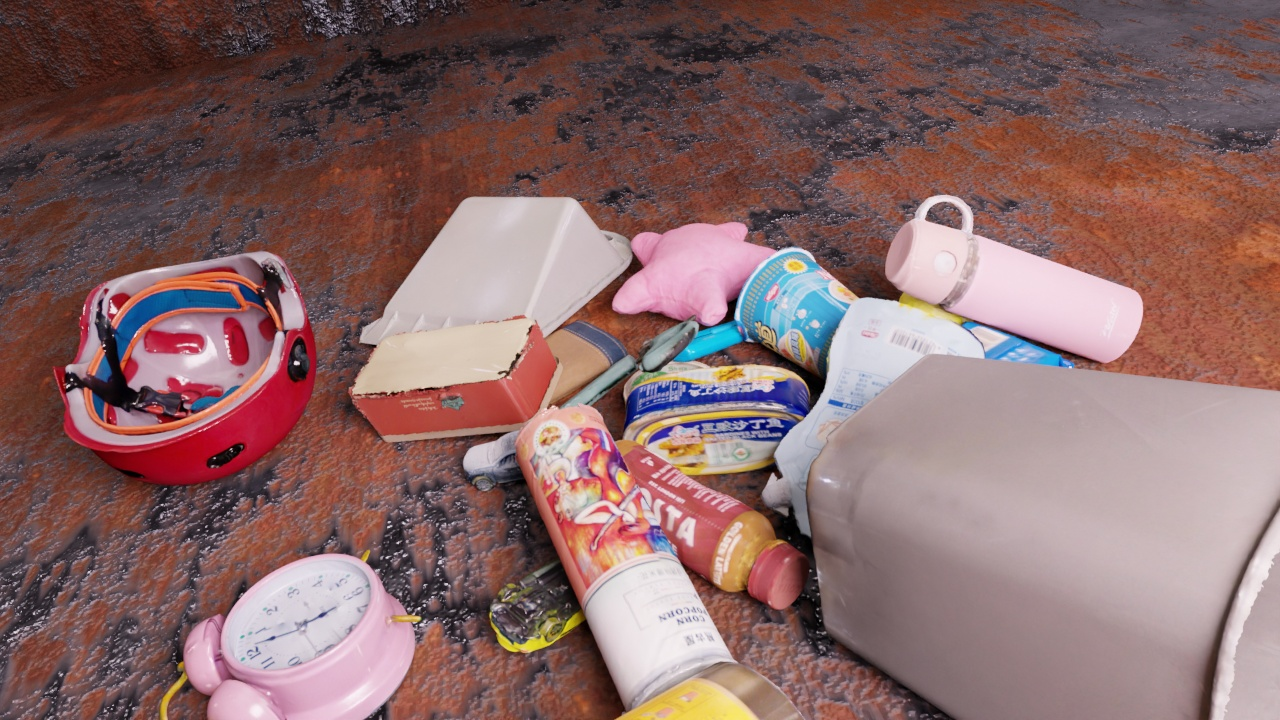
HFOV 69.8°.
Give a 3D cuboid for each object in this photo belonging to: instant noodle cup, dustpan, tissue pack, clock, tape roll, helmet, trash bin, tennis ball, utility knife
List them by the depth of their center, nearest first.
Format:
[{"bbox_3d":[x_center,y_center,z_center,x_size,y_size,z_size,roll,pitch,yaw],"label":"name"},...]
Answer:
[{"bbox_3d":[0.021,0.215,0.442,0.114,0.119,0.118,-24,35,-33],"label":"instant noodle cup"},{"bbox_3d":[0.226,0.108,0.491,0.198,0.199,0.220,-32,32,-34],"label":"trash bin"},{"bbox_3d":[-0.227,0.190,0.590,0.158,0.060,0.117,-30,38,-26],"label":"clock"},{"bbox_3d":[0.254,0.023,0.723,0.156,0.052,0.095,-26,34,-23],"label":"tissue pack"},{"bbox_3d":[0.155,-0.032,0.806,0.099,0.099,0.110,-26,44,-23],"label":"instant noodle cup"},{"bbox_3d":[0.260,-0.042,0.807,0.065,0.065,0.065,-7,33,4],"label":"tennis ball"},{"bbox_3d":[0.028,0.028,0.811,0.086,0.014,0.085,-7,33,4],"label":"tape roll"},{"bbox_3d":[-0.384,0.025,0.813,0.207,0.144,0.239,-11,47,-1],"label":"helmet"},{"bbox_3d":[0.101,-0.032,0.869,0.178,0.018,0.034,-19,25,-28],"label":"utility knife"},{"bbox_3d":[-0.130,-0.080,0.999,0.223,0.142,0.257,7,63,34],"label":"dustpan"}]

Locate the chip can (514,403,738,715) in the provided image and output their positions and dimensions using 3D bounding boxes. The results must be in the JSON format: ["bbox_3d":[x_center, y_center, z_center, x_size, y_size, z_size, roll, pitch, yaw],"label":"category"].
[{"bbox_3d":[-0.016,0.123,0.584,0.071,0.071,0.214,-19,47,-14],"label":"chip can"}]

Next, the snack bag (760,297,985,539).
[{"bbox_3d":[0.167,0.048,0.658,0.110,0.039,0.190,25,71,12],"label":"snack bag"}]

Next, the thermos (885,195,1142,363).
[{"bbox_3d":[0.304,-0.068,0.749,0.198,0.087,0.067,19,5,-5],"label":"thermos"}]

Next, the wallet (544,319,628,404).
[{"bbox_3d":[-0.080,0.006,0.858,0.115,0.033,0.090,-30,35,-26],"label":"wallet"}]

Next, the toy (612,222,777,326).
[{"bbox_3d":[0.065,-0.087,0.919,0.179,0.075,0.194,-3,33,10],"label":"toy"}]

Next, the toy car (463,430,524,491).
[{"bbox_3d":[-0.101,0.078,0.752,0.090,0.034,0.042,-11,36,0],"label":"toy car"}]

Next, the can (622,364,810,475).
[{"bbox_3d":[0.059,0.048,0.718,0.148,0.075,0.049,-5,37,9],"label":"can"}]

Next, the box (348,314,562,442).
[{"bbox_3d":[-0.164,0.010,0.799,0.169,0.077,0.091,-6,40,23],"label":"box"}]

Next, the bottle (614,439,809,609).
[{"bbox_3d":[0.038,0.113,0.639,0.057,0.057,0.175,-32,39,-30],"label":"bottle"}]

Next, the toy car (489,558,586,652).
[{"bbox_3d":[-0.052,0.160,0.615,0.048,0.032,0.105,27,36,34],"label":"toy car"}]

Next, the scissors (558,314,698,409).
[{"bbox_3d":[-0.005,0.004,0.765,0.170,0.019,0.179,-37,4,-18],"label":"scissors"}]
